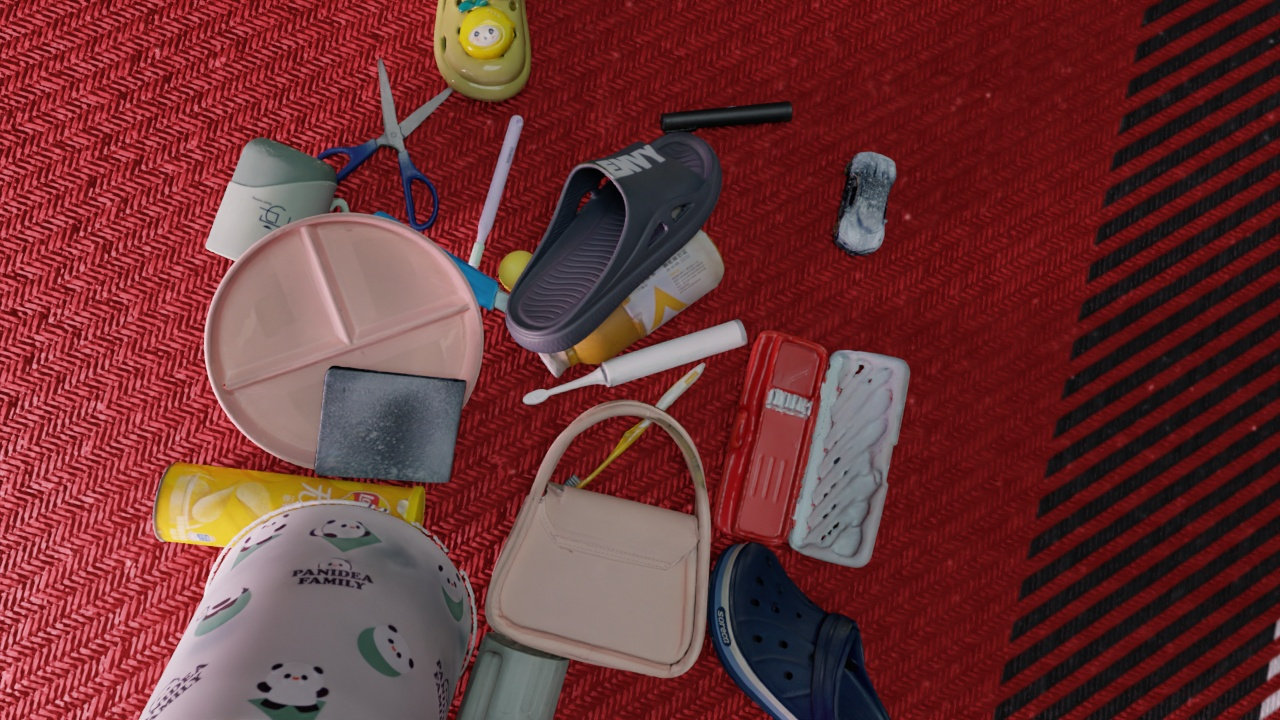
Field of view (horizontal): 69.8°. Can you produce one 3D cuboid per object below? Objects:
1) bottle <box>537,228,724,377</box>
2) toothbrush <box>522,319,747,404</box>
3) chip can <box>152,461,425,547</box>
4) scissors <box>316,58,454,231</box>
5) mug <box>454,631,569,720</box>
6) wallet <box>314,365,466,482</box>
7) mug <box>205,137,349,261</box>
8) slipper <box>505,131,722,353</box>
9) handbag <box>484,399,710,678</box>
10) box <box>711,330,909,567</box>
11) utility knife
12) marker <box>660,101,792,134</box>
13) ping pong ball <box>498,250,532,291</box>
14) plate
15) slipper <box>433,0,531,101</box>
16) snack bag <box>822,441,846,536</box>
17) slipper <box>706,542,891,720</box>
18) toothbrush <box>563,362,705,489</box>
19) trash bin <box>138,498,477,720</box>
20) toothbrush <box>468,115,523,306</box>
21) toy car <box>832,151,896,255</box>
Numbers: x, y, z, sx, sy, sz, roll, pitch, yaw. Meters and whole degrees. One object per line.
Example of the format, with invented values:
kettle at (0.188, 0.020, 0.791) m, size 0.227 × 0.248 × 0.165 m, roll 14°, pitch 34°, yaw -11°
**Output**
bottle at (-0.011, -0.052, 0.851) m, size 0.189 × 0.068 × 0.068 m, roll -35°, pitch 90°, yaw -9°
toothbrush at (-0.005, 0.005, 0.868) m, size 0.221 × 0.026 × 0.026 m, roll -18°, pitch 76°, yaw -9°
chip can at (-0.299, 0.134, 0.796) m, size 0.213 × 0.072 × 0.072 m, roll 7°, pitch 84°, yaw -6°
scissors at (-0.235, -0.198, 0.863) m, size 0.175 × 0.012 × 0.162 m, roll -32°, pitch 90°, yaw -9°
mug at (-0.119, 0.295, 0.781) m, size 0.084 × 0.124 × 0.103 m, roll 15°, pitch 80°, yaw 18°
wallet at (-0.220, 0.057, 0.807) m, size 0.120 × 0.019 × 0.097 m, roll 7°, pitch 101°, yaw -23°
mug at (-0.308, -0.129, 0.811) m, size 0.111 × 0.082 × 0.106 m, roll 21°, pitch 90°, yaw -31°
slipper at (-0.025, -0.124, 0.813) m, size 0.111 × 0.083 × 0.267 m, roll 27°, pitch 67°, yaw 32°
handbag at (-0.023, 0.150, 0.821) m, size 0.193 × 0.093 × 0.234 m, roll 15°, pitch 81°, yaw -7°
box at (0.160, 0.081, 0.868) m, size 0.161 × 0.060 × 0.201 m, roll 13°, pitch 83°, yaw 10°
utility knife at (-0.172, -0.080, 0.839) m, size 0.191 × 0.018 × 0.034 m, roll 30°, pitch 84°, yaw 3°
marker at (0.086, -0.240, 0.905) m, size 0.132 × 0.020 × 0.022 m, roll -7°, pitch 75°, yaw -8°
ping pong ball at (-0.112, -0.082, 0.855) m, size 0.040 × 0.040 × 0.040 m, roll 1°, pitch 85°, yaw -8°
plate at (-0.252, -0.014, 0.797) m, size 0.229 × 0.028 × 0.230 m, roll -6°, pitch 107°, yaw -21°
slipper at (-0.149, -0.341, 0.855) m, size 0.091 × 0.082 × 0.190 m, roll -1°, pitch 82°, yaw -5°
snack bag at (0.196, 0.121, 0.885) m, size 0.045 × 0.026 × 0.105 m, roll 18°, pitch 85°, yaw -9°
slipper at (0.156, 0.274, 0.817) m, size 0.253 × 0.095 × 0.104 m, roll 54°, pitch 38°, yaw -4°
toothbrush at (-0.008, 0.066, 0.869) m, size 0.191 × 0.016 × 0.018 m, roll -44°, pitch 83°, yaw -8°
trash bin at (-0.247, 0.259, 0.668) m, size 0.229 × 0.251 × 0.230 m, roll -1°, pitch 107°, yaw -4°
toothbrush at (-0.141, -0.144, 0.866) m, size 0.029 × 0.021 × 0.189 m, roll 19°, pitch 82°, yaw -34°
toy car at (0.224, -0.156, 0.911) m, size 0.049 × 0.031 × 0.105 m, roll 13°, pitch 84°, yaw -6°
